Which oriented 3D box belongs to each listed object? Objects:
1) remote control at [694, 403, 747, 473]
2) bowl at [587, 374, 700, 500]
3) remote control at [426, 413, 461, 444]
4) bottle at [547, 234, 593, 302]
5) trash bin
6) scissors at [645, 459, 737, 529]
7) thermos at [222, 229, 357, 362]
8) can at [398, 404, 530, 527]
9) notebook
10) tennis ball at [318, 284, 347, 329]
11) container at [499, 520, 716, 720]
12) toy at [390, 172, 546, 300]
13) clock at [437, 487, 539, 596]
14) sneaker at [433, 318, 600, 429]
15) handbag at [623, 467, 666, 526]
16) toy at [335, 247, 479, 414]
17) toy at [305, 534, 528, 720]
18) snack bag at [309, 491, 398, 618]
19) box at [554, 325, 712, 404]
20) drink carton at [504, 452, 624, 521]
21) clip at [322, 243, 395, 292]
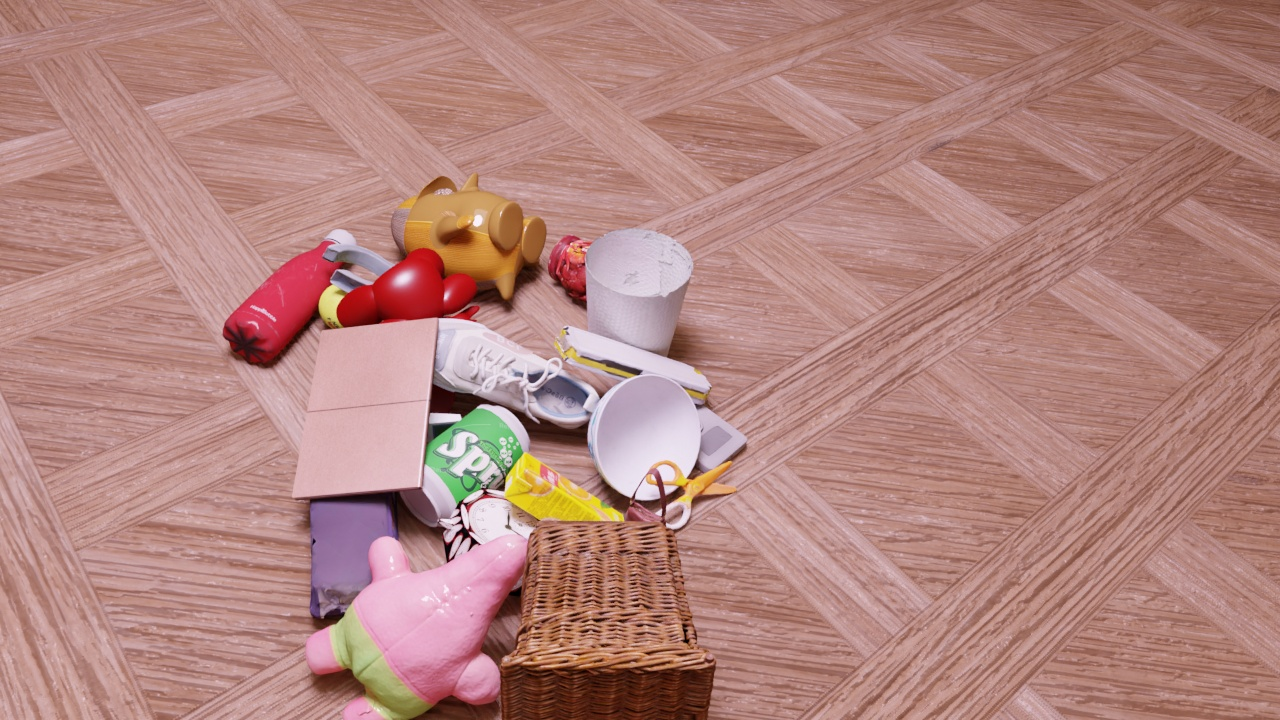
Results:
[{"bbox_3d":[0.055,0.077,1.149,0.151,0.019,0.074,36,52,26],"label":"remote control"},{"bbox_3d":[-0.009,0.087,1.077,0.143,0.144,0.074,-27,15,-30],"label":"bowl"},{"bbox_3d":[-0.283,0.085,1.077,0.143,0.050,0.024,-5,47,-13],"label":"remote control"},{"bbox_3d":[-0.070,-0.129,1.285,0.111,0.099,0.098,28,48,25],"label":"bottle"},{"bbox_3d":[-0.009,-0.066,1.183,0.133,0.162,0.133,4,45,-4],"label":"trash bin"},{"bbox_3d":[0.064,0.157,1.063,0.133,0.012,0.096,7,80,-28],"label":"scissors"},{"bbox_3d":[-0.453,-0.097,1.218,0.073,0.073,0.239,17,45,9],"label":"thermos"},{"bbox_3d":[-0.197,0.117,1.029,0.088,0.088,0.139,33,50,23],"label":"can"},{"bbox_3d":[-0.299,0.049,1.010,0.141,0.008,0.208,-6,59,7],"label":"notebook"},{"bbox_3d":[-0.388,-0.070,1.205,0.065,0.065,0.065,4,45,-4],"label":"tennis ball"},{"bbox_3d":[-0.037,0.269,0.804,0.162,0.250,0.183,1,36,-6],"label":"container"},{"bbox_3d":[-0.251,-0.182,1.282,0.203,0.198,0.162,14,87,23],"label":"toy"},{"bbox_3d":[-0.137,0.196,0.977,0.154,0.065,0.114,2,36,-48],"label":"clock"},{"bbox_3d":[-0.157,0.012,1.077,0.242,0.091,0.089,24,76,-14],"label":"sneaker"},{"bbox_3d":[0.009,0.157,0.993,0.055,0.120,0.029,26,48,18],"label":"handbag"},{"bbox_3d":[-0.262,-0.036,1.146,0.158,0.121,0.197,-39,95,-27],"label":"toy"},{"bbox_3d":[-0.197,0.243,0.866,0.237,0.097,0.192,-40,79,2],"label":"toy"},{"bbox_3d":[-0.306,0.174,0.980,0.096,0.059,0.205,-7,47,-13],"label":"snack bag"},{"bbox_3d":[-0.006,0.006,1.127,0.209,0.033,0.064,17,22,-28],"label":"box"},{"bbox_3d":[-0.082,0.157,0.984,0.134,0.043,0.058,35,8,-13],"label":"drink carton"},{"bbox_3d":[-0.351,-0.125,1.239,0.166,0.028,0.127,13,36,-47],"label":"clip"}]
